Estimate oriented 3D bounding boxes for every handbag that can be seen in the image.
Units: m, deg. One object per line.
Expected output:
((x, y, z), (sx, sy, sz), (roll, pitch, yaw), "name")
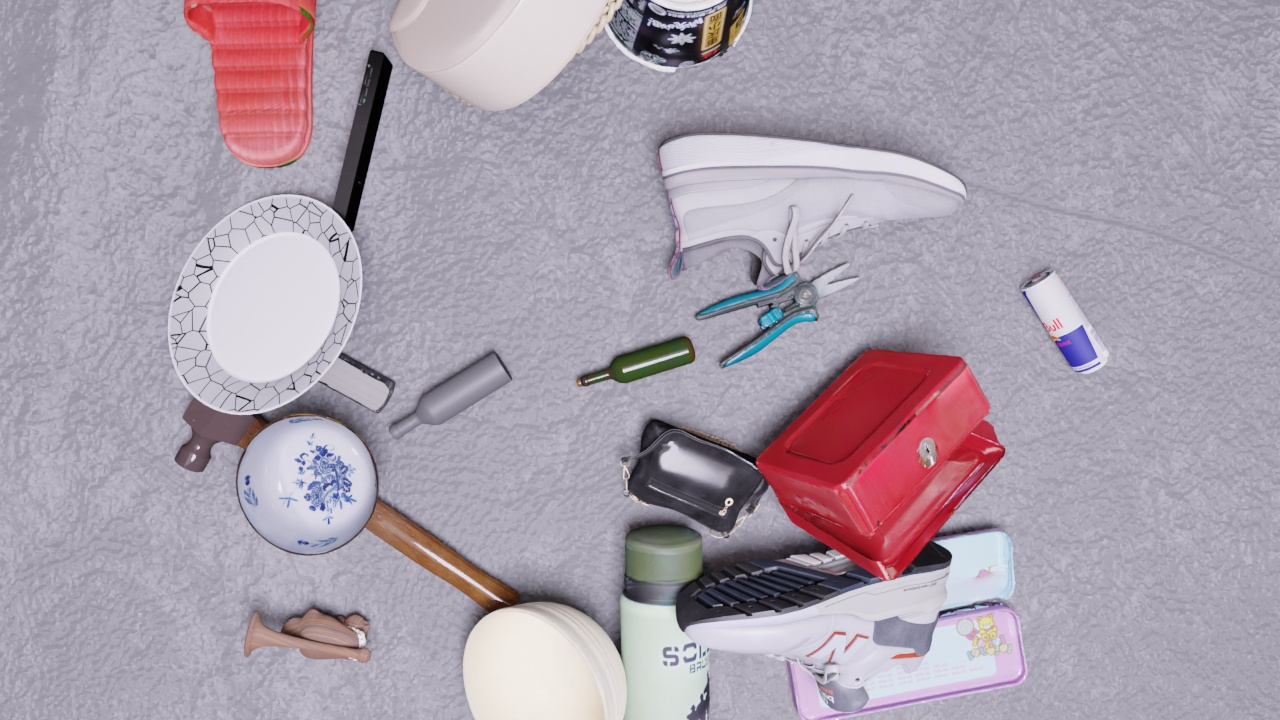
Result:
((0.045, 0.103, 0.793), (0.128, 0.054, 0.079), (22, 95, -6), "handbag")
((-0.104, -0.303, 0.698), (0.103, 0.209, 0.210), (25, 91, -42), "handbag")

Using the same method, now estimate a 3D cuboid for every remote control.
((-0.237, -0.184, 0.776), (0.013, 0.034, 0.150), (14, 92, -3), "remote control")
((-0.278, 0.001, 0.793), (0.136, 0.013, 0.033), (29, 90, -2), "remote control")

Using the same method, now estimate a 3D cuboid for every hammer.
((-0.243, 0.122, 0.791), (0.323, 0.033, 0.115), (36, 92, -4), "hammer")

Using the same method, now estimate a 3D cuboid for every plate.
((-0.308, -0.046, 0.759), (0.189, 0.016, 0.188), (-5, 74, 17), "plate")

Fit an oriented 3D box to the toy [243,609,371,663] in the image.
((-0.277, 0.235, 0.781), (0.102, 0.055, 0.041), (13, 95, -6), "toy")

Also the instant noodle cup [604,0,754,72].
((0.032, -0.317, 0.745), (0.137, 0.112, 0.137), (0, 93, -2), "instant noodle cup")

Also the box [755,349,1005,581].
((0.188, 0.070, 0.738), (0.157, 0.134, 0.110), (-45, 121, -15), "box")

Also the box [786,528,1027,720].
((0.233, 0.234, 0.817), (0.214, 0.035, 0.151), (-10, 99, -2), "box")

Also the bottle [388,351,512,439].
((-0.166, 0.034, 0.790), (0.113, 0.030, 0.030), (-32, 93, -1), "bottle")

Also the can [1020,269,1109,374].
((0.376, -0.034, 0.813), (0.032, 0.032, 0.095), (-35, 93, -1), "can")

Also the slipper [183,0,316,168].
((-0.320, -0.288, 0.757), (0.103, 0.059, 0.249), (1, 94, -3), "slipper")

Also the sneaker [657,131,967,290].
((0.143, -0.122, 0.775), (0.263, 0.096, 0.129), (3, 104, -4), "sneaker")

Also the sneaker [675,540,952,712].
((0.149, 0.227, 0.747), (0.239, 0.089, 0.124), (-9, 105, -14), "sneaker")

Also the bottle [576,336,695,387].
((-0.005, 0.005, 0.800), (0.106, 0.025, 0.025), (-17, 93, -2), "bottle")

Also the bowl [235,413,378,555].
((-0.264, 0.096, 0.749), (0.114, 0.045, 0.114), (0, 96, -1), "bowl")

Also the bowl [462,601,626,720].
((-0.068, 0.267, 0.770), (0.151, 0.075, 0.151), (7, 103, 33), "bowl")

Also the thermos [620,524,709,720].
((0.021, 0.256, 0.784), (0.082, 0.082, 0.231), (-2, 95, -3), "thermos")

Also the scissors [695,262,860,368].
((0.118, -0.042, 0.807), (0.123, 0.019, 0.148), (25, 85, 1), "scissors")
